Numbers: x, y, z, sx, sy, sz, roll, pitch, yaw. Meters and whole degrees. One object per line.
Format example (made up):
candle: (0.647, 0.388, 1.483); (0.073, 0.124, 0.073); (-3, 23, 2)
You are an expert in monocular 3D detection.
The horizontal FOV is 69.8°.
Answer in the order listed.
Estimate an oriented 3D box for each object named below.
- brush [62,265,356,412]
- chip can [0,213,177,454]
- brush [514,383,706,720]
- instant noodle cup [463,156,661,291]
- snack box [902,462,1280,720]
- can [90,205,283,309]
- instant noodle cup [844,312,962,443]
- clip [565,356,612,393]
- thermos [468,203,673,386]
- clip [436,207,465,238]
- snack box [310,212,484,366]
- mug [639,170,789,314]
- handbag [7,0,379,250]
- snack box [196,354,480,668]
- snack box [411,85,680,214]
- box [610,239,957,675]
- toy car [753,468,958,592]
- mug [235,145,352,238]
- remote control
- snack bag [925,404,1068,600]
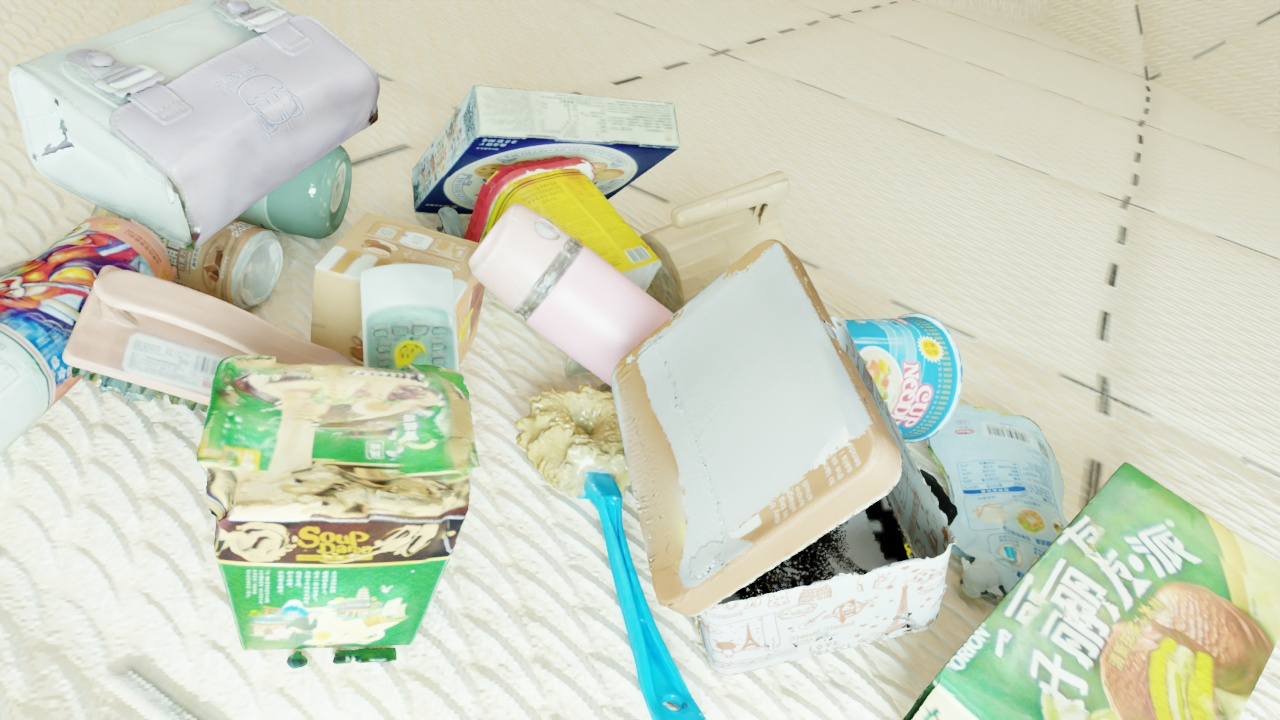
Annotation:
brush: (-0.236, -0.002, 0.519); (0.145, 0.073, 0.063); (23, 48, -28)
chip can: (-0.344, -0.009, 0.512); (0.071, 0.071, 0.214); (13, 31, -4)
brush: (-0.014, 0.101, 0.524); (0.083, 0.046, 0.254); (5, 37, -24)
instant noodle cup: (-0.060, -0.082, 0.721); (0.123, 0.116, 0.115); (44, 40, 19)
snack box: (0.251, 0.157, 0.490); (0.239, 0.063, 0.114); (-27, 55, -37)
can: (-0.317, -0.080, 0.645); (0.116, 0.059, 0.058); (19, 32, 5)
instant noodle cup: (0.157, 0.010, 0.666); (0.109, 0.099, 0.099); (3, 34, -28)
clip: (-0.010, -0.003, 0.689); (0.103, 0.035, 0.076); (-13, 43, -25)
thermos: (-0.019, -0.029, 0.623); (0.198, 0.067, 0.087); (37, 31, -8)
clip: (-0.162, -0.107, 0.797); (0.024, 0.028, 0.056); (-10, 50, -31)
snack box: (-0.163, -0.039, 0.630); (0.093, 0.077, 0.094); (16, 32, -2)
mug: (0.062, -0.096, 0.758); (0.103, 0.125, 0.084); (-22, 64, -21)
handbag: (-0.298, -0.178, 0.640); (0.145, 0.099, 0.196); (31, 46, 6)
snack box: (-0.146, 0.072, 0.441); (0.118, 0.106, 0.117); (5, 32, -19)
snack box: (-0.088, -0.176, 0.801); (0.177, 0.183, 0.045); (-5, 81, -29)
box: (0.062, 0.041, 0.482); (0.148, 0.158, 0.181); (-13, 45, -2)
toy car: (0.131, 0.104, 0.570); (0.155, 0.041, 0.071); (-13, 42, -30)
mug: (-0.294, -0.149, 0.748); (0.106, 0.082, 0.111); (11, 15, -6)
remote control: (-0.136, 0.008, 0.545); (0.056, 0.019, 0.135); (-2, 76, -15)
snack bag: (0.257, 0.103, 0.632); (0.110, 0.039, 0.190); (19, 35, -5)
